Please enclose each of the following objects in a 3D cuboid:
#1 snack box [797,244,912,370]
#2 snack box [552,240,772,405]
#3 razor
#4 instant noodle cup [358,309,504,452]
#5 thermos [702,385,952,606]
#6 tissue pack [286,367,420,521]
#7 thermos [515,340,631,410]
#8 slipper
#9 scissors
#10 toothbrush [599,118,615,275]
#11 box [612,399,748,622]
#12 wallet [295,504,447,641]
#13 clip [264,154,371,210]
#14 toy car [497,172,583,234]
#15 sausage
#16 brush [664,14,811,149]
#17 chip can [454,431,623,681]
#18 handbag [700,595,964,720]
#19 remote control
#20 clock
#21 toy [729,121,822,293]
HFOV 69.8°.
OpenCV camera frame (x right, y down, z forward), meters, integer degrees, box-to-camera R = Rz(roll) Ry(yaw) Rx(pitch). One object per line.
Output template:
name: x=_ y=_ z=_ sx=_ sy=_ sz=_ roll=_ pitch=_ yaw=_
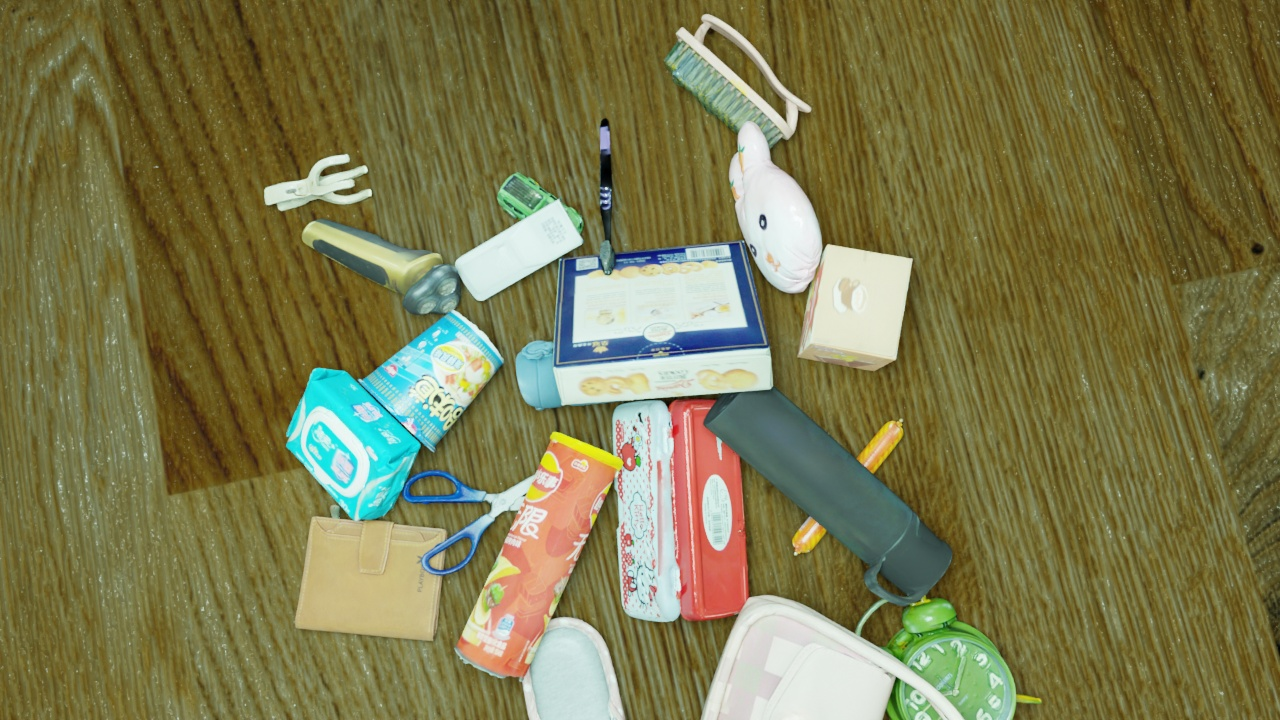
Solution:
snack box: x=0.195 y=-0.046 z=0.847 sx=0.077 sy=0.094 sz=0.092 roll=11 pitch=84 yaw=4
snack box: x=0.016 y=-0.038 z=0.823 sx=0.178 sy=0.182 sz=0.046 roll=-5 pitch=128 yaw=2
razor: x=-0.255 y=-0.094 z=0.896 sx=0.167 sy=0.062 sz=0.067 roll=24 pitch=55 yaw=10
instant noodle cup: x=-0.190 y=0.015 z=0.863 sx=0.099 sy=0.099 sz=0.109 roll=43 pitch=78 yaw=7
thermos: x=0.164 y=0.115 z=0.807 sx=0.242 sy=0.069 sz=0.089 roll=41 pitch=43 yaw=-3
tissue pack: x=-0.270 y=0.077 z=0.850 sx=0.133 sy=0.050 sz=0.093 roll=41 pitch=120 yaw=17
thermos: x=-0.005 y=0.005 z=0.865 sx=0.220 sy=0.070 sz=0.070 roll=-6 pitch=83 yaw=1
slipper: x=-0.055 y=0.372 z=0.828 sx=0.114 sy=0.054 sz=0.274 roll=-8 pitch=81 yaw=2
scissors: x=-0.147 y=0.135 z=0.870 sx=0.162 sy=0.012 sz=0.162 roll=34 pitch=75 yaw=2
toothbrush: x=-0.034 y=-0.163 z=0.882 sx=0.014 sy=0.017 sz=0.188 roll=-9 pitch=61 yaw=13
box: x=0.036 y=0.138 z=0.861 sx=0.095 sy=0.100 sz=0.201 roll=3 pitch=81 yaw=-39
wallet: x=-0.253 y=0.200 z=0.872 sx=0.130 sy=0.035 sz=0.119 roll=5 pitch=86 yaw=0
clip: x=-0.316 y=-0.172 z=0.926 sx=0.104 sy=0.086 sz=0.035 roll=-17 pitch=83 yaw=28
toy car: x=-0.099 y=-0.148 z=0.904 sx=0.091 sy=0.036 sz=0.043 roll=36 pitch=84 yaw=2
sausage: x=0.196 y=0.119 z=0.864 sx=0.021 sy=0.021 sz=0.165 roll=40 pitch=87 yaw=6
brush: x=0.095 y=-0.269 z=0.895 sx=0.145 sy=0.063 sz=0.073 roll=43 pitch=97 yaw=6
chip can: x=-0.092 y=0.174 z=0.832 sx=0.073 sy=0.073 sz=0.216 roll=25 pitch=83 yaw=5
handbag: x=0.168 y=0.323 z=0.776 sx=0.234 sy=0.093 sz=0.193 roll=17 pitch=88 yaw=21
remote control: x=-0.118 y=-0.105 z=0.886 sx=0.125 sy=0.024 sz=0.049 roll=-28 pitch=103 yaw=13
clock: x=0.264 y=0.282 z=0.824 sx=0.161 sy=0.056 sz=0.116 roll=42 pitch=86 yaw=7
toy: x=0.120 y=-0.140 z=0.856 sx=0.054 sy=0.121 sz=0.159 roll=-18 pitch=68 yaw=-11
